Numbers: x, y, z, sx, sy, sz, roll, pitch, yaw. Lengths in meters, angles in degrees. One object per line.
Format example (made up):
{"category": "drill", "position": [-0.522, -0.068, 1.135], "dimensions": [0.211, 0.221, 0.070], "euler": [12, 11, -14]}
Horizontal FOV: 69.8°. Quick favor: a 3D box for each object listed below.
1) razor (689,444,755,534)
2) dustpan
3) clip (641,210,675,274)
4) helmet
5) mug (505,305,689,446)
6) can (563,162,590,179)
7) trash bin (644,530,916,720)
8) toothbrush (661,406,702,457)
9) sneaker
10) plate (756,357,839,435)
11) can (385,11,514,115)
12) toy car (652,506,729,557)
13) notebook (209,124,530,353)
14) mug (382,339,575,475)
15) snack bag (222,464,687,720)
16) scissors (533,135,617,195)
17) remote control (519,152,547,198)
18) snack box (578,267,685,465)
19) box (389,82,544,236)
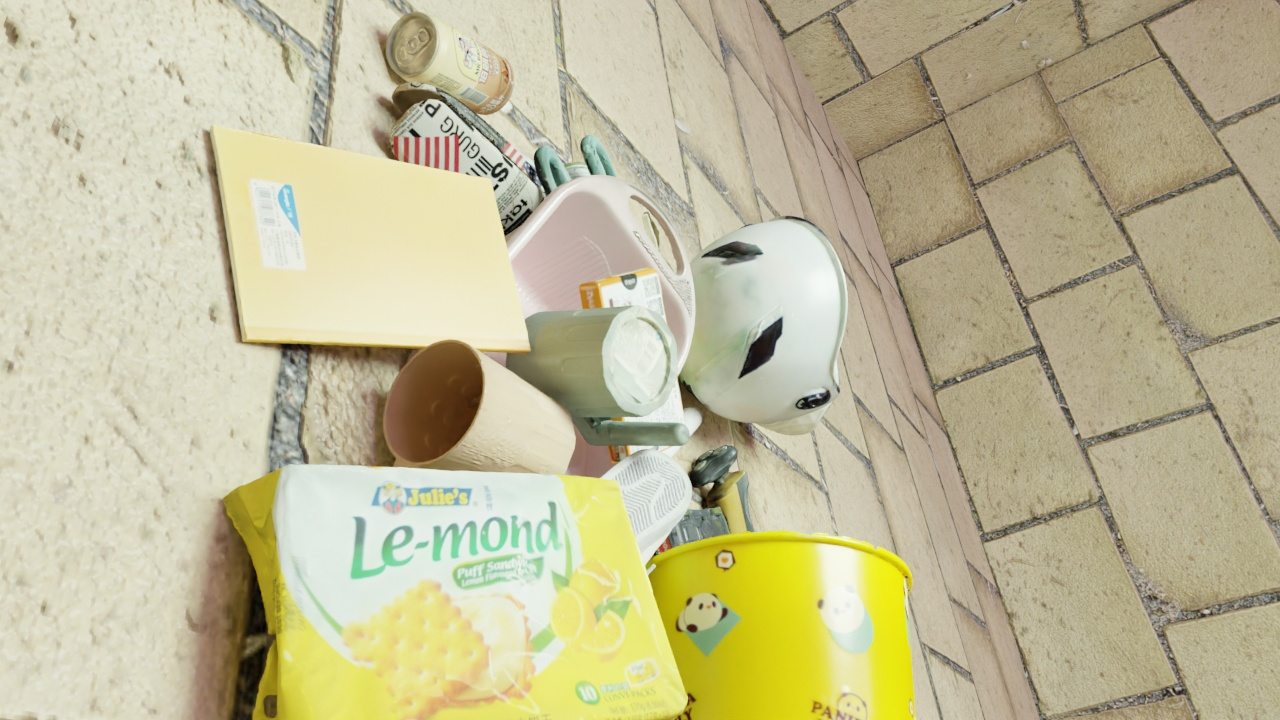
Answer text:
{"category": "razor", "position": [0.096, 0.176, 0.985], "dimensions": [0.067, 0.062, 0.167], "euler": [-8, 80, -35]}
{"category": "dustpan", "position": [-0.043, -0.021, 0.749], "dimensions": [0.222, 0.139, 0.272], "euler": [51, 27, -33]}
{"category": "clip", "position": [0.012, -0.128, 1.107], "dimensions": [0.066, 0.034, 0.099], "euler": [-63, 134, -62]}
{"category": "helmet", "position": [0.109, -0.039, 1.020], "dimensions": [0.259, 0.145, 0.229], "euler": [124, -47, -65]}
{"category": "mug", "position": [-0.026, 0.017, 0.686], "dimensions": [0.083, 0.104, 0.124], "euler": [-52, 122, -34]}
{"category": "can", "position": [-0.055, -0.124, 0.921], "dimensions": [0.058, 0.058, 0.146], "euler": [28, 44, -55]}
{"category": "trash bin", "position": [0.105, 0.291, 0.687], "dimensions": [0.229, 0.230, 0.254], "euler": [42, 39, -44]}
{"category": "toothbrush", "position": [0.022, 0.090, 0.926], "dimensions": [0.220, 0.026, 0.027], "euler": [-37, 124, -66]}
{"category": "sneaker", "position": [-0.055, 0.155, 0.651], "dimensions": [0.089, 0.091, 0.241], "euler": [41, 42, 10]}
{"category": "plate", "position": [0.168, -0.006, 1.155], "dimensions": [0.045, 0.205, 0.204], "euler": [-7, 71, -28]}
{"category": "can", "position": [-0.165, -0.260, 0.811], "dimensions": [0.116, 0.059, 0.058], "euler": [5, 64, -64]}
{"category": "toy car", "position": [0.048, 0.169, 0.885], "dimensions": [0.120, 0.045, 0.053], "euler": [14, 58, -55]}
{"category": "notebook", "position": [-0.170, -0.075, 0.610], "dimensions": [0.205, 0.010, 0.145], "euler": [1, 66, -45]}
{"category": "mug", "position": [-0.110, 0.062, 0.606], "dimensions": [0.103, 0.084, 0.124], "euler": [35, 70, -51]}
{"category": "snack bag", "position": [-0.093, 0.141, 0.503], "dimensions": [0.246, 0.068, 0.158], "euler": [8, 48, -37]}
{"category": "scissors", "position": [-0.051, -0.151, 0.859], "dimensions": [0.181, 0.019, 0.170], "euler": [21, 54, -60]}
{"category": "remote control", "position": [-0.101, -0.130, 0.875], "dimensions": [0.058, 0.021, 0.149], "euler": [29, 44, -55]}
{"category": "snack box", "position": [-0.005, 0.004, 0.763], "dimensions": [0.075, 0.026, 0.154], "euler": [-20, 104, -45]}
{"category": "box", "position": [-0.147, -0.175, 0.783], "dimensions": [0.163, 0.076, 0.087], "euler": [37, 15, -45]}
